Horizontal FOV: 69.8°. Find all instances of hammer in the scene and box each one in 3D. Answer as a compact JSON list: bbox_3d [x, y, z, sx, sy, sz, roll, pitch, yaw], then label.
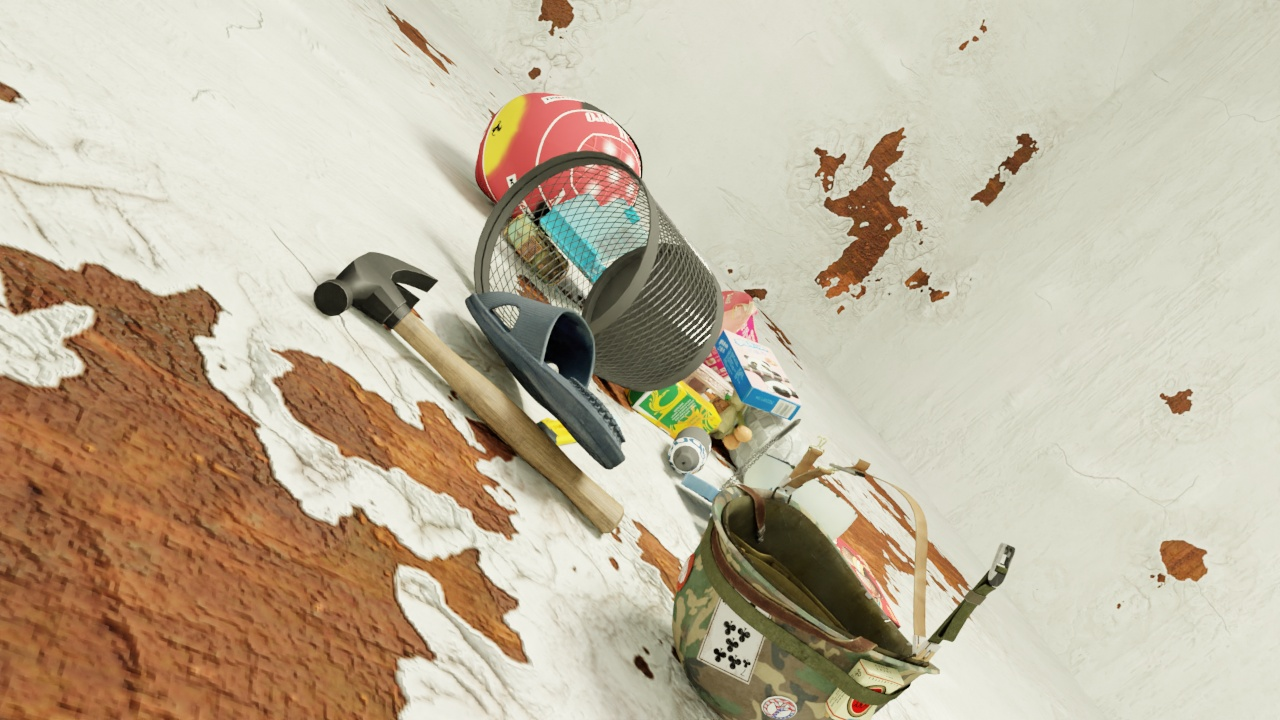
[{"bbox_3d":[-0.128,0.031,0.768,0.305,0.040,0.132,45,16,-9],"label":"hammer"}]

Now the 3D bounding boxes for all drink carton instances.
[{"bbox_3d":[0.044,0.060,1.184,0.122,0.058,0.041,38,15,-32],"label":"drink carton"}]

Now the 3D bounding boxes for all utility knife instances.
[{"bbox_3d":[-0.057,0.067,0.940,0.030,0.019,0.227,57,11,9],"label":"utility knife"}]

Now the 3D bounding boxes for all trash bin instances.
[{"bbox_3d":[-0.034,-0.086,1.052,0.217,0.218,0.227,54,11,33],"label":"trash bin"}]

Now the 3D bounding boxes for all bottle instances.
[{"bbox_3d":[0.059,0.110,1.101,0.047,0.047,0.112,46,13,1],"label":"bottle"}]

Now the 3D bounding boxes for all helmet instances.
[{"bbox_3d":[-0.105,-0.275,1.348,0.225,0.197,0.270,19,-5,43],"label":"helmet"},{"bbox_3d":[0.131,0.171,0.684,0.224,0.236,0.192,49,3,-40],"label":"helmet"}]

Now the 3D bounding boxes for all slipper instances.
[{"bbox_3d":[0.027,0.004,1.305,0.239,0.064,0.094,33,3,26],"label":"slipper"},{"bbox_3d":[-0.075,-0.005,0.825,0.263,0.082,0.101,42,-11,45],"label":"slipper"}]

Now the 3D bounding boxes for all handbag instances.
[{"bbox_3d":[0.161,0.106,1.319,0.123,0.113,0.171,22,25,-38],"label":"handbag"}]

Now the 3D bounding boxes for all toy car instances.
[{"bbox_3d":[-0.147,-0.154,1.260,0.112,0.047,0.047,48,8,12],"label":"toy car"}]

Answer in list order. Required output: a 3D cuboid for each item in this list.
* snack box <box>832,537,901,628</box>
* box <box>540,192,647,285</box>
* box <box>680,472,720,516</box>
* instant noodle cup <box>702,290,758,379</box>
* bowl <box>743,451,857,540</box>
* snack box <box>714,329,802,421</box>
[{"bbox_3d":[0.279,0.295,1.267,0.132,0.036,0.152,42,13,-20],"label":"snack box"},{"bbox_3d":[-0.040,-0.162,1.280,0.097,0.117,0.227,49,1,19],"label":"box"},{"bbox_3d":[0.135,0.202,1.065,0.209,0.047,0.122,36,17,-38],"label":"box"},{"bbox_3d":[0.116,-0.032,1.498,0.078,0.179,0.178,59,5,-28],"label":"instant noodle cup"},{"bbox_3d":[0.195,0.188,1.182,0.153,0.072,0.153,32,-10,6],"label":"bowl"},{"bbox_3d":[0.166,0.019,1.315,0.088,0.033,0.154,21,26,-24],"label":"snack box"}]
